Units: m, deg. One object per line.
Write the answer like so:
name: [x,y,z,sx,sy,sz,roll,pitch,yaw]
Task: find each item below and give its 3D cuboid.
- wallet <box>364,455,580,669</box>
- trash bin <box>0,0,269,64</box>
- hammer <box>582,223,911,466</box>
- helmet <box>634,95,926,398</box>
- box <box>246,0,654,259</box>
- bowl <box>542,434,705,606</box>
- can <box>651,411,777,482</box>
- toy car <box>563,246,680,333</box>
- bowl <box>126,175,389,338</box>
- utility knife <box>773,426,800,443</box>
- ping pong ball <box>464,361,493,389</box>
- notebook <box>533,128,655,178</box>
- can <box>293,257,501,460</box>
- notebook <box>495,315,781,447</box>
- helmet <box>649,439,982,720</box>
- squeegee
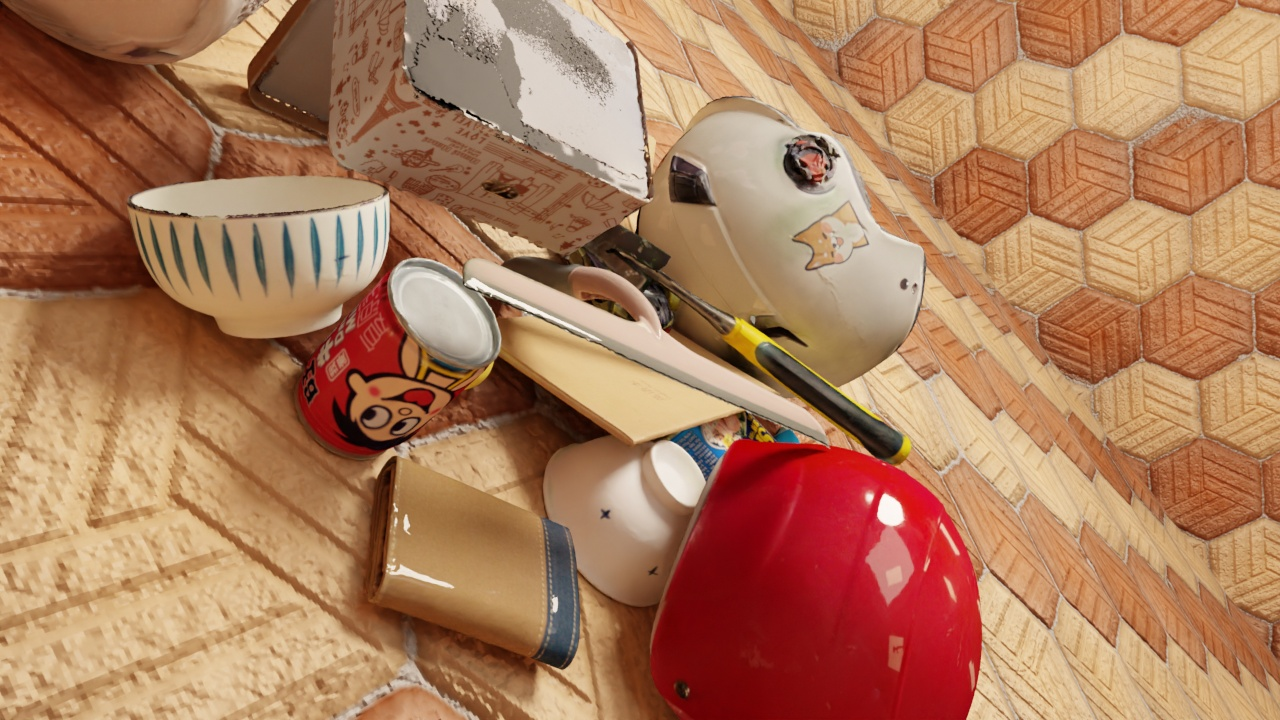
wallet: [-0.084,0.104,0.471,0.115,0.033,0.090,31,31,-32]
trash bin: [-0.260,-0.276,0.495,0.227,0.228,0.191,35,44,-29]
hammer: [0.079,-0.011,0.666,0.323,0.032,0.126,34,5,-21]
helmet: [0.092,-0.075,0.787,0.274,0.231,0.156,49,60,-1]
box: [-0.126,-0.145,0.569,0.183,0.194,0.156,19,55,-42]
bowl: [0.004,0.088,0.584,0.118,0.065,0.118,37,31,-27]
can: [0.058,0.069,0.700,0.083,0.057,0.101,46,27,-5]
toy car: [-0.024,-0.073,0.744,0.070,0.042,0.158,11,31,-35]
bowl: [-0.181,-0.050,0.450,0.116,0.116,0.066,-43,138,-62]
utility knife: [0.106,0.102,0.769,0.034,0.018,0.204,53,26,0]
ping pong ball: [-0.108,-0.002,0.550,0.040,0.040,0.040,36,31,-26]
notebook: [-0.075,-0.231,0.869,0.207,0.008,0.147,29,33,-17]
can: [-0.124,0.002,0.463,0.066,0.094,0.066,36,32,-27]
notebook: [-0.004,0.004,0.654,0.149,0.012,0.211,32,21,26]
helmet: [0.132,0.162,0.548,0.240,0.144,0.206,53,47,-26]
squeegee: [-0.035,-0.041,0.571,0.247,0.040,0.250,23,3,-34]
